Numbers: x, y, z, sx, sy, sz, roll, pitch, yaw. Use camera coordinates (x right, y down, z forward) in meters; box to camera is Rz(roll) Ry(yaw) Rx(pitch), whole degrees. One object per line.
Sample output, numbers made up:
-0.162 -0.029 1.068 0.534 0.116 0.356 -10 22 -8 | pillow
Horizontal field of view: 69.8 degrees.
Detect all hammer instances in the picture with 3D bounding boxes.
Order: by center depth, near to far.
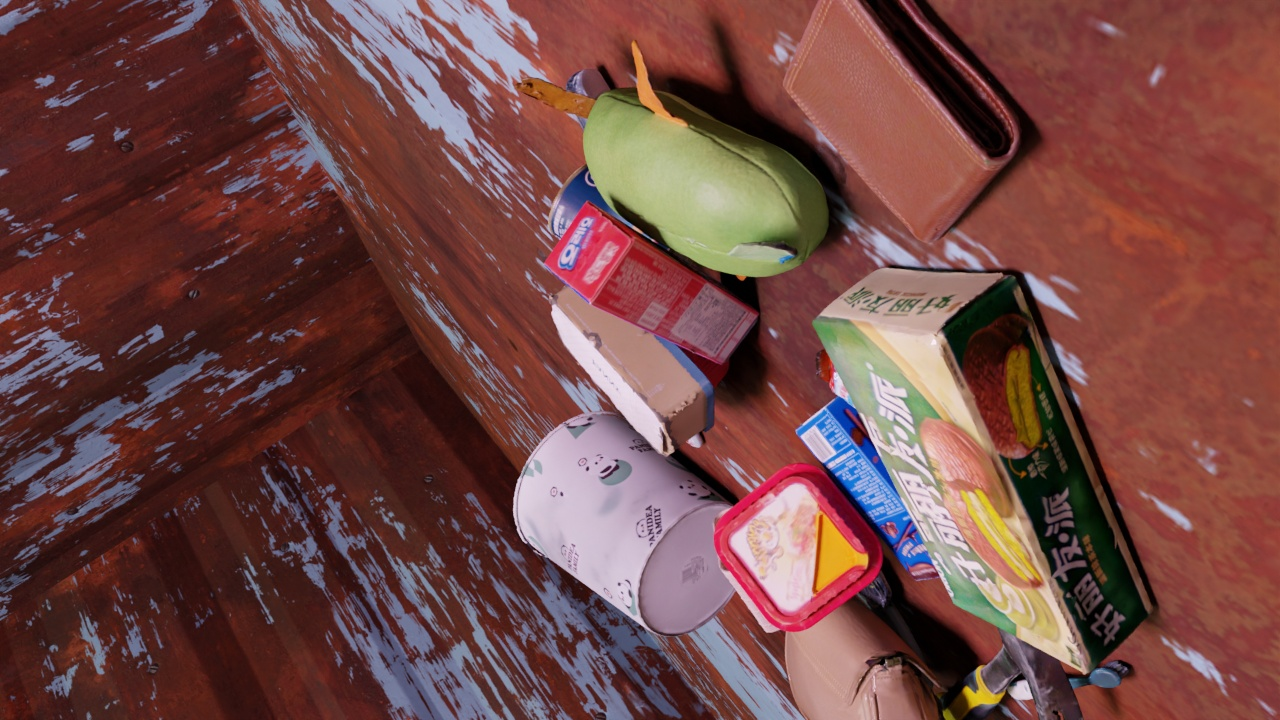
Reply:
0.285 0.271 0.755 0.324 0.032 0.126 76 172 -59 | hammer

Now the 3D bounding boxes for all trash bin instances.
-0.005 0.216 1.206 0.252 0.229 0.230 27 149 47 | trash bin

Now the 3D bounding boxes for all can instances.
-0.012 -0.106 0.770 0.111 0.075 0.075 38 160 18 | can

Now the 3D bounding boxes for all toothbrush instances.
0.312 0.239 0.681 0.016 0.018 0.192 53 167 19 | toothbrush

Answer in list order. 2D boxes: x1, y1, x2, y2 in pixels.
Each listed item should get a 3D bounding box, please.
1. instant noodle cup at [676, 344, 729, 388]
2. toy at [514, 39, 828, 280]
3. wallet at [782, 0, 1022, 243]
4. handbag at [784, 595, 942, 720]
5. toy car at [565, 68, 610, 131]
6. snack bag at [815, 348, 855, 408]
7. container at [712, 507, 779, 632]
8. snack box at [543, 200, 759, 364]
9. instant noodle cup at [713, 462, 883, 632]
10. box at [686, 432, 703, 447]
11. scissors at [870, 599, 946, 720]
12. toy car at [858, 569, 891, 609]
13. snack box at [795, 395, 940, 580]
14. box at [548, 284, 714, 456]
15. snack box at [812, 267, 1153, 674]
0.021 -0.026 0.892 0.194 0.065 0.194 48 163 20 | instant noodle cup
0.029 -0.125 0.622 0.247 0.090 0.227 35 172 37 | toy
0.125 -0.124 0.455 0.124 0.032 0.101 53 167 9 | wallet
0.202 0.294 0.841 0.204 0.099 0.148 -139 39 -70 | handbag
-0.027 -0.192 0.739 0.034 0.042 0.090 -9 121 43 | toy car
0.166 0.027 0.649 0.105 0.026 0.045 40 156 37 | snack bag
0.140 0.211 0.950 0.111 0.090 0.089 60 -167 -29 | container
0.016 -0.051 0.693 0.057 0.058 0.207 41 -170 32 | snack box
0.142 0.156 0.800 0.116 0.117 0.124 52 -167 13 | instant noodle cup
-0.010 0.020 1.125 0.201 0.037 0.158 33 154 50 | box
0.257 0.290 0.854 0.179 0.019 0.139 -116 7 -54 | scissors
0.202 0.193 0.873 0.105 0.031 0.049 38 161 51 | toy car
0.191 0.102 0.726 0.157 0.026 0.085 52 165 10 | snack box
-0.005 0.005 0.808 0.184 0.059 0.090 46 162 23 | box
0.202 0.061 0.543 0.240 0.063 0.114 60 165 -19 | snack box
